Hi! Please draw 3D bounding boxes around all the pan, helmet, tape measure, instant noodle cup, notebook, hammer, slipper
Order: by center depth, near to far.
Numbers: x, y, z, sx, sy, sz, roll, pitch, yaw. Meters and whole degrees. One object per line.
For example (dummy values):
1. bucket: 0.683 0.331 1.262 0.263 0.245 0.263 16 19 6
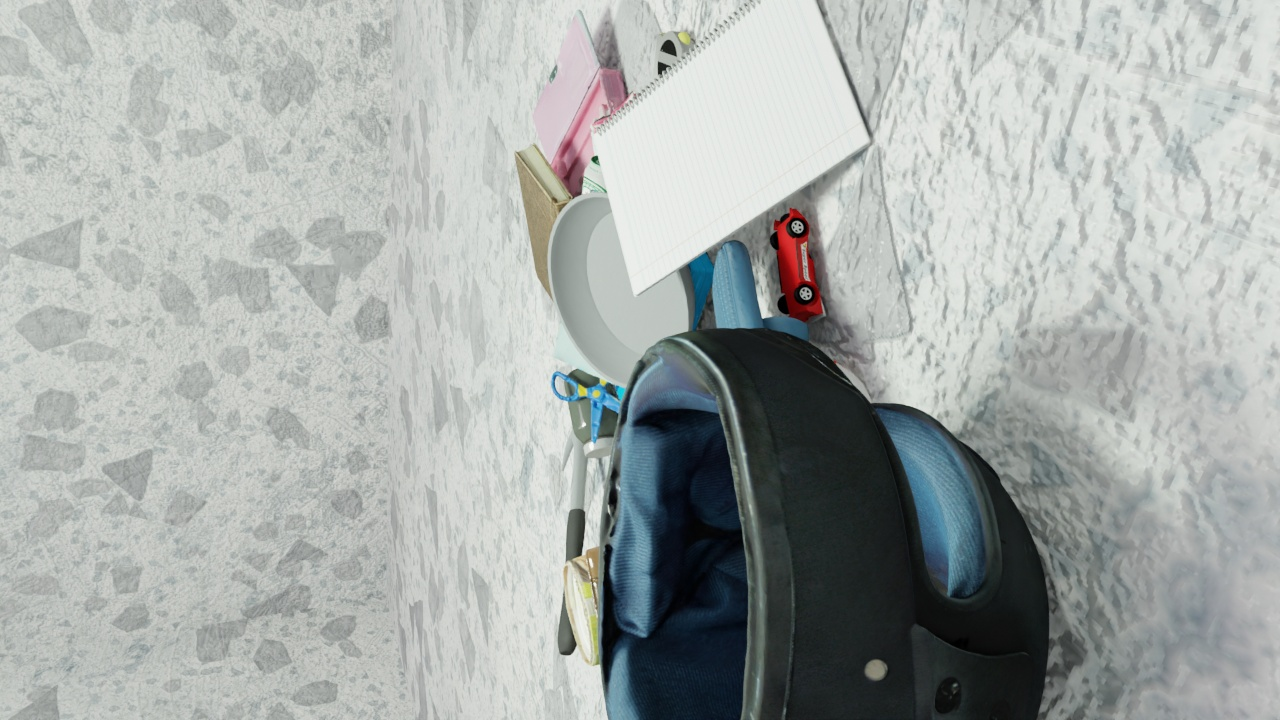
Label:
1. helmet: 0.112 0.136 0.541 0.249 0.235 0.316 -159 69 -64
2. slipper: 0.099 -0.004 0.730 0.104 0.059 0.213 94 166 -54
3. notebook: 0.061 -0.187 0.767 0.246 0.013 0.177 -31 64 36
4. pan: -0.005 0.006 0.928 0.201 0.050 0.357 7 114 47
5. tape measure: 0.033 -0.302 0.932 0.065 0.016 0.064 -133 44 -56
6. instant noodle cup: -0.027 0.275 1.036 0.146 0.097 0.146 168 90 -74
7. hammer: -0.083 0.215 1.167 0.125 0.029 0.310 120 157 -56
8. notebook: -0.106 -0.147 1.184 0.216 0.034 0.190 85 160 -43

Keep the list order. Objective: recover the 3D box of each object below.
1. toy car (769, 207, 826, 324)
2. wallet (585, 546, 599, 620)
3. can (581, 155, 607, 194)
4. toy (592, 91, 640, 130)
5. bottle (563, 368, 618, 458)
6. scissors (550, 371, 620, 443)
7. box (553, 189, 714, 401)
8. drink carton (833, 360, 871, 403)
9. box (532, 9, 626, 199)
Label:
1. toy car: 0.126 -0.075 0.740 0.038 0.025 0.089 145 121 -71
2. wallet: 0.008 0.232 0.961 0.027 0.121 0.098 68 -173 -67
3. can: -0.044 -0.187 1.083 0.053 0.053 0.101 -124 37 -50
4. toy: -0.012 -0.254 0.996 0.065 0.050 0.102 -47 53 15
5. bottle: -0.059 0.064 1.150 0.060 0.060 0.108 129 133 -58
6. scissors: -0.049 0.036 1.119 0.125 0.127 0.015 31 175 20
7. box: -0.002 -0.050 0.994 0.170 0.071 0.244 43 136 26
8. drink carton: 0.137 0.051 0.733 0.122 0.038 0.069 126 135 -65
9. box: -0.078 -0.300 1.163 0.233 0.039 0.179 139 119 -62
